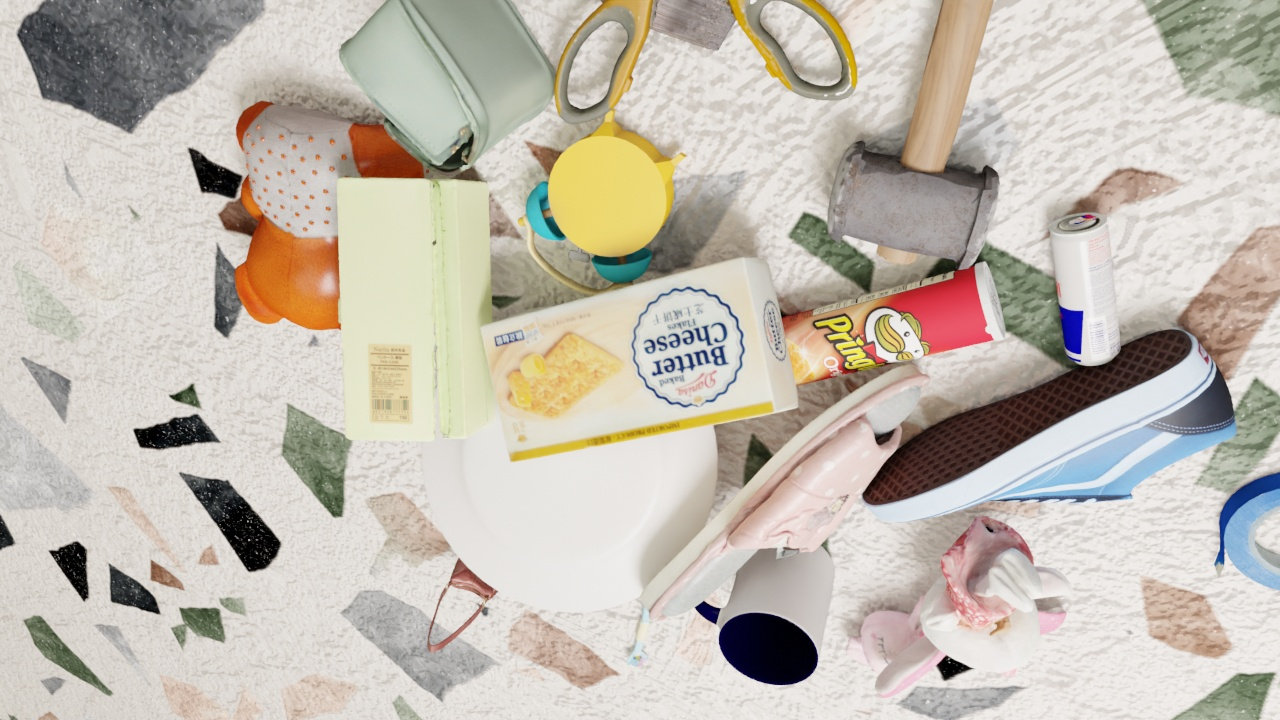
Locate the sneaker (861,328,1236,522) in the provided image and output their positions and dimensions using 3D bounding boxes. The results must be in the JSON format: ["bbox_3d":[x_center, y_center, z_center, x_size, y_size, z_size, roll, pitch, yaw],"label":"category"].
[{"bbox_3d":[0.274,0.076,0.621,0.242,0.083,0.098,-30,106,29],"label":"sneaker"}]

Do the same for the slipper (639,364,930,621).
[{"bbox_3d":[0.107,0.109,0.659,0.275,0.114,0.054,-47,65,20],"label":"slipper"}]

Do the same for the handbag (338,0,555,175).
[{"bbox_3d":[-0.118,-0.183,0.581,0.067,0.121,0.106,-28,107,32],"label":"handbag"}]

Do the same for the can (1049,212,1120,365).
[{"bbox_3d":[0.279,-0.043,0.574,0.032,0.032,0.095,-8,117,24],"label":"can"}]

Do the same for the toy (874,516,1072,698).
[{"bbox_3d":[0.247,0.179,0.657,0.159,0.084,0.194,-18,145,-6],"label":"toy"}]

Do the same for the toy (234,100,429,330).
[{"bbox_3d":[-0.244,-0.104,0.704,0.164,0.092,0.173,14,111,9],"label":"toy"}]

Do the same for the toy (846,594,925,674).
[{"bbox_3d":[0.220,0.230,0.756,0.063,0.047,0.110,36,121,-18],"label":"toy"}]

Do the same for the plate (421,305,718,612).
[{"bbox_3d":[-0.061,0.078,0.715,0.243,0.016,0.242,0,92,13],"label":"plate"}]

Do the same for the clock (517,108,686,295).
[{"bbox_3d":[-0.027,-0.106,0.645,0.099,0.043,0.130,33,119,-1],"label":"clock"}]

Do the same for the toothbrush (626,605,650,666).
[{"bbox_3d":[0.008,0.234,0.855,0.022,0.016,0.155,-1,126,-17],"label":"toothbrush"}]

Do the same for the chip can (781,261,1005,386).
[{"bbox_3d":[0.134,-0.014,0.635,0.215,0.051,0.052,-15,114,27],"label":"chip can"}]

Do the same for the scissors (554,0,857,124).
[{"bbox_3d":[0.024,-0.219,0.556,0.225,0.016,0.230,45,121,-11],"label":"scissors"}]

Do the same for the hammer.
[{"bbox_3d":[0.183,-0.206,0.507,0.098,0.052,0.329,15,121,11],"label":"hammer"}]

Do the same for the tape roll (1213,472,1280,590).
[{"bbox_3d":[0.446,0.117,0.620,0.093,0.016,0.091,4,121,18],"label":"tape roll"}]

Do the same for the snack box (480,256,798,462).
[{"bbox_3d":[-0.004,0.004,0.640,0.208,0.057,0.104,-13,88,25],"label":"snack box"}]

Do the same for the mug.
[{"bbox_3d":[0.096,0.194,0.748,0.112,0.096,0.079,16,124,10],"label":"mug"}]

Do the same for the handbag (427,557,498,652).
[{"bbox_3d":[-0.164,0.223,0.848,0.055,0.119,0.029,19,125,8],"label":"handbag"}]

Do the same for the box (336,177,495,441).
[{"bbox_3d":[-0.150,-0.036,0.657,0.066,0.127,0.188,13,104,56],"label":"box"}]

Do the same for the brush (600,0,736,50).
[{"bbox_3d":[-0.010,-0.234,0.577,0.151,0.012,0.039,21,124,5],"label":"brush"}]
